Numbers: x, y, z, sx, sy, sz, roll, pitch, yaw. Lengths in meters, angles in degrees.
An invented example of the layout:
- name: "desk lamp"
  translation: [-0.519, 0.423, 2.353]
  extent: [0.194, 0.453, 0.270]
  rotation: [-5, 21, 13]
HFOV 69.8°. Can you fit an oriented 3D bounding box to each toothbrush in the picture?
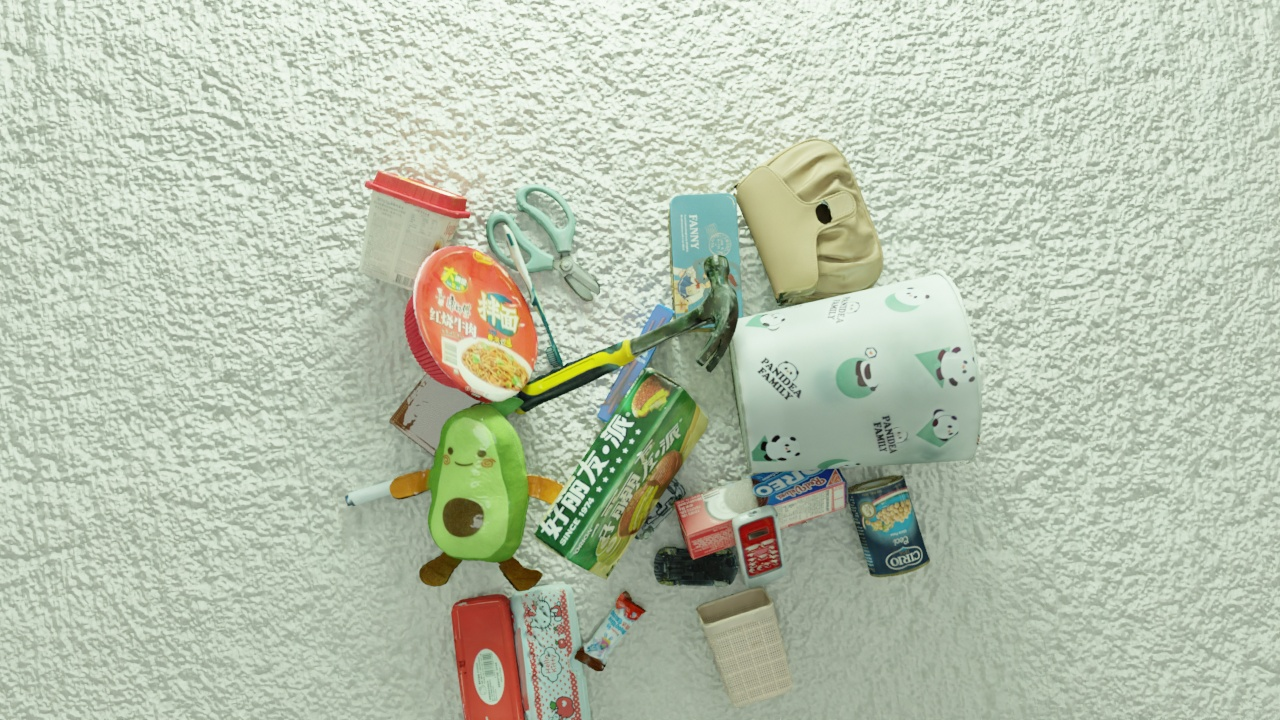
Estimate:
- name: "toothbrush"
  translation: [-0.138, -0.079, 1.155]
  extent: [0.018, 0.016, 0.191]
  rotation: [-20, 97, 9]

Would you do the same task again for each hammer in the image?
- name: "hammer"
  translation: [-0.027, -0.005, 1.077]
  extent: [0.324, 0.032, 0.126]
  rotation: [-25, 55, 28]

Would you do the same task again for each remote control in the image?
- name: "remote control"
  translation: [0.146, 0.229, 1.118]
  extent: [0.056, 0.020, 0.136]
  rotation: [-18, 131, -5]

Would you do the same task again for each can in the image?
- name: "can"
  translation: [0.305, 0.203, 1.137]
  extent: [0.075, 0.075, 0.111]
  rotation: [-16, 88, -2]

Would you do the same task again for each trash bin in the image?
- name: "trash bin"
  translation: [0.238, 0.024, 1.076]
  extent: [0.252, 0.229, 0.229]
  rotation: [-8, 88, 4]

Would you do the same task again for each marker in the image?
- name: "marker"
  translation: [-0.305, 0.159, 1.152]
  extent: [0.130, 0.018, 0.022]
  rotation: [-17, 98, -2]

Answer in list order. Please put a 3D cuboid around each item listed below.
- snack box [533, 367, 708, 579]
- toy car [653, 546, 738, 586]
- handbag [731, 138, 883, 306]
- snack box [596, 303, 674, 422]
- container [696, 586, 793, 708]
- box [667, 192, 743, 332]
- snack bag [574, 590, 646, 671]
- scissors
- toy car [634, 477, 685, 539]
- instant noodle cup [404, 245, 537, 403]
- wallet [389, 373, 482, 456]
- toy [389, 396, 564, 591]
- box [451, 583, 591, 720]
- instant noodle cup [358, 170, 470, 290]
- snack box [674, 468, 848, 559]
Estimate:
- name: "snack box"
  translation: [-0.018, 0.136, 1.091]
  extent: [0.063, 0.114, 0.240]
  rotation: [29, 79, 30]
- name: "toy car"
  translation: [0.069, 0.257, 1.150]
  extent: [0.105, 0.031, 0.049]
  rotation: [1, 91, 0]
- name: "handbag"
  translation: [0.211, -0.168, 1.136]
  extent: [0.147, 0.100, 0.204]
  rotation: [-21, 85, -6]
- name: "snack box"
  translation: [-0.007, 0.007, 1.131]
  extent: [0.026, 0.084, 0.157]
  rotation: [28, 87, 0]
- name: "container"
  translation: [0.130, 0.351, 1.122]
  extent: [0.090, 0.090, 0.111]
  rotation: [-17, 91, -2]
- name: "box"
  translation: [0.080, -0.127, 1.152]
  extent: [0.090, 0.059, 0.184]
  rotation: [-5, 90, -2]
- name: "snack bag"
  translation: [-0.036, 0.339, 1.147]
  extent: [0.045, 0.026, 0.105]
  rotation: [39, 87, -23]
- name: "scissors"
  translation: [-0.124, -0.132, 1.168]
  extent: [0.139, 0.019, 0.180]
  rotation: [-34, 90, -3]
- name: "toy car"
  translation: [0.016, 0.184, 1.151]
  extent: [0.043, 0.034, 0.090]
  rotation: [43, 86, -2]
- name: "instant noodle cup"
  translation: [-0.213, -0.037, 1.100]
  extent: [0.066, 0.193, 0.194]
  rotation: [-21, 88, 33]
- name: "wallet"
  translation: [-0.239, 0.060, 1.152]
  extent: [0.101, 0.032, 0.124]
  rotation: [37, 88, -3]
- name: "toy"
  translation: [-0.195, 0.165, 1.107]
  extent: [0.227, 0.090, 0.247]
  rotation: [1, 100, 6]
- name: "box"
  translation: [-0.147, 0.387, 1.138]
  extent: [0.158, 0.038, 0.201]
  rotation: [-8, 87, -2]
- name: "instant noodle cup"
  translation: [-0.283, -0.157, 1.123]
  extent: [0.116, 0.116, 0.124]
  rotation: [20, 98, 0]
- name: "snack box"
  translation: [0.149, 0.178, 1.130]
  extent: [0.207, 0.058, 0.057]
  rotation: [-18, 44, -4]
